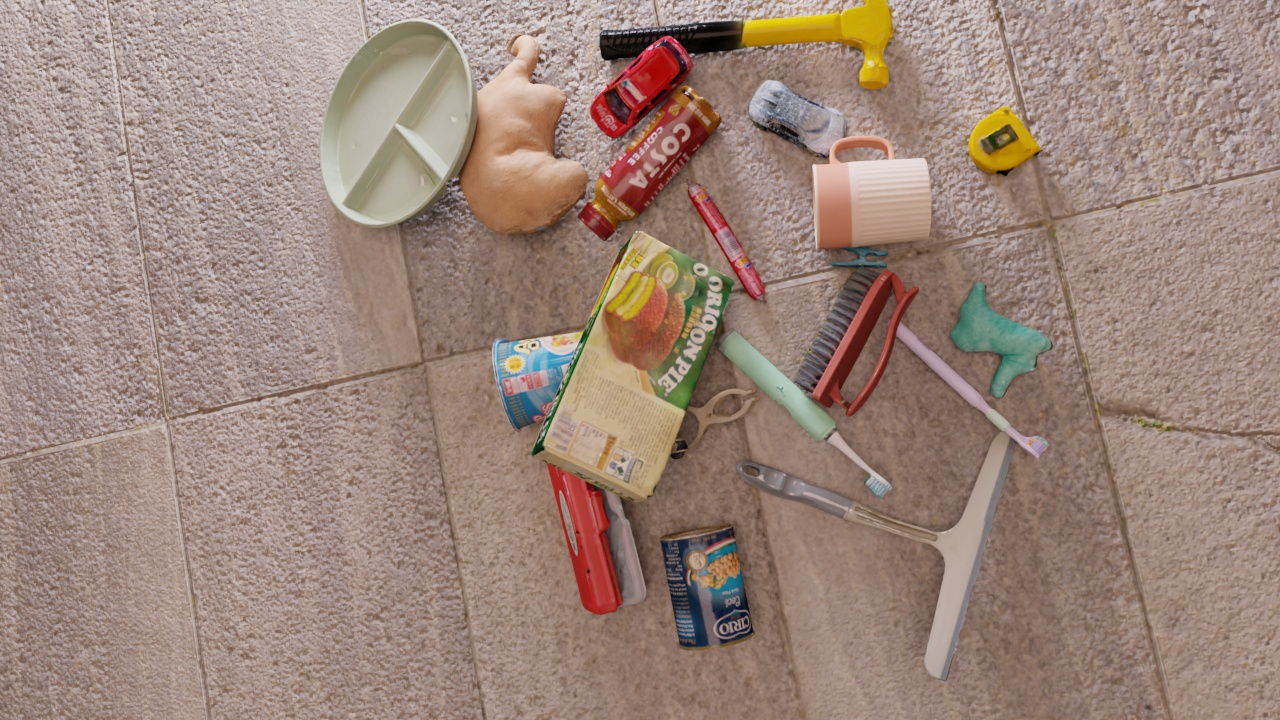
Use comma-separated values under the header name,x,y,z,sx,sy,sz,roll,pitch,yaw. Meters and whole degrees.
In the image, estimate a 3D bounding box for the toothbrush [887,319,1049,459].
name,x,y,z,sx,sy,sz,roll,pitch,yaw
toothbrush,0.312,0.023,0.886,0.189,0.029,0.021,44,134,17

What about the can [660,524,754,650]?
name,x,y,z,sx,sy,sz,roll,pitch,yaw
can,0.065,0.221,0.907,0.075,0.075,0.111,-12,84,11

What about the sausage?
name,x,y,z,sx,sy,sz,roll,pitch,yaw
sausage,0.089,-0.125,0.949,0.020,0.020,0.156,-31,81,9

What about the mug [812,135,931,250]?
name,x,y,z,sx,sy,sz,roll,pitch,yaw
mug,0.222,-0.167,0.896,0.106,0.082,0.114,-3,69,10

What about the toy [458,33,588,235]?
name,x,y,z,sx,sy,sz,roll,pitch,yaw
toy,-0.138,-0.243,0.978,0.143,0.082,0.226,-16,79,10

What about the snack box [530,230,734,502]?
name,x,y,z,sx,sy,sz,roll,pitch,yaw
snack box,-0.005,0.005,0.882,0.114,0.063,0.239,26,70,-11

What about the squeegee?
name,x,y,z,sx,sy,sz,roll,pitch,yaw
squeegee,0.210,0.148,0.899,0.247,0.039,0.246,18,74,17

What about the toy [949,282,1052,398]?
name,x,y,z,sx,sy,sz,roll,pitch,yaw
toy,0.344,-0.016,0.884,0.092,0.030,0.096,25,98,14

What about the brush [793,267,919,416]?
name,x,y,z,sx,sy,sz,roll,pitch,yaw
brush,0.213,-0.021,0.895,0.069,0.063,0.146,28,91,24

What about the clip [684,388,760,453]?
name,x,y,z,sx,sy,sz,roll,pitch,yaw
clip,0.073,0.050,0.938,0.098,0.034,0.064,-23,84,19

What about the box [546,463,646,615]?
name,x,y,z,sx,sy,sz,roll,pitch,yaw
box,-0.047,0.152,0.936,0.068,0.091,0.201,-14,83,-18

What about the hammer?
name,x,y,z,sx,sy,sz,roll,pitch,yaw
hammer,0.106,-0.338,0.950,0.301,0.033,0.128,-1,86,12

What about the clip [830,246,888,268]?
name,x,y,z,sx,sy,sz,roll,pitch,yaw
clip,0.221,-0.103,0.923,0.056,0.014,0.041,9,89,14

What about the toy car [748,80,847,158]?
name,x,y,z,sx,sy,sz,roll,pitch,yaw
toy car,0.161,-0.247,0.935,0.105,0.031,0.049,30,95,11

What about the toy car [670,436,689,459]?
name,x,y,z,sx,sy,sz,roll,pitch,yaw
toy car,0.006,0.087,0.932,0.091,0.042,0.035,-5,89,31

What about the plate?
name,x,y,z,sx,sy,sz,roll,pitch,yaw
plate,-0.262,-0.254,0.993,0.231,0.027,0.230,-6,79,31

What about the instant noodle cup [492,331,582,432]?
name,x,y,z,sx,sy,sz,roll,pitch,yaw
instant noodle cup,-0.086,0.013,0.945,0.110,0.099,0.099,-14,84,4

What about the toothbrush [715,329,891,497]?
name,x,y,z,sx,sy,sz,roll,pitch,yaw
toothbrush,0.161,0.050,0.908,0.224,0.026,0.027,44,92,17

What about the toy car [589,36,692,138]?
name,x,y,z,sx,sy,sz,roll,pitch,yaw
toy car,-0.002,-0.281,0.949,0.121,0.045,0.053,-39,97,26

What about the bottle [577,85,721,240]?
name,x,y,z,sx,sy,sz,roll,pitch,yaw
bottle,0.006,-0.201,0.951,0.057,0.057,0.175,43,96,11

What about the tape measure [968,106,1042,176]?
name,x,y,z,sx,sy,sz,roll,pitch,yaw
tape measure,0.351,-0.212,0.893,0.057,0.029,0.060,-33,80,9
